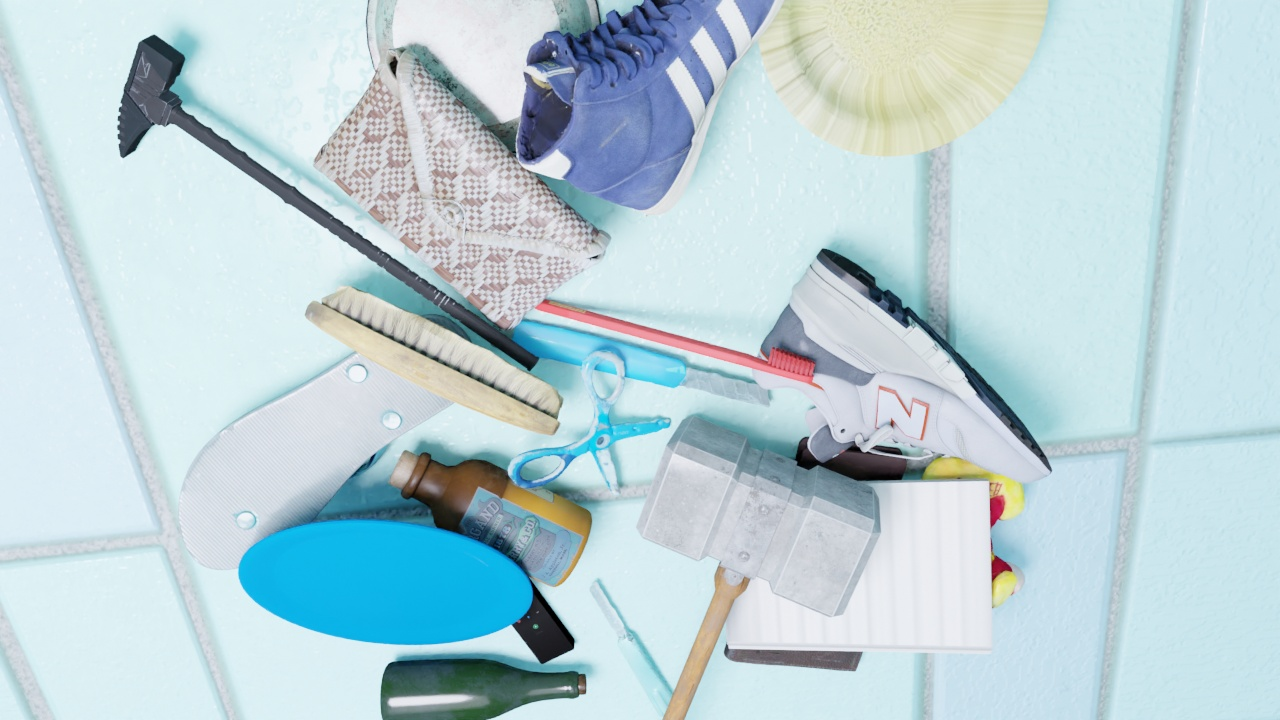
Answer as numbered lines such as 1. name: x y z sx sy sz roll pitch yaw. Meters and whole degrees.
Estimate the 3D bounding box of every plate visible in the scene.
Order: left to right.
1. plate: -0.197 0.173 0.727 0.224 0.024 0.225 0 142 0
2. plate: 0.166 -0.230 0.599 0.184 0.036 0.184 0 113 -1

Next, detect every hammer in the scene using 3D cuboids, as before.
1. hammer: -0.210 -0.085 0.640 0.325 0.015 0.095 36 128 -12
2. hammer: 0.053 0.221 0.728 0.163 0.082 0.318 22 108 8

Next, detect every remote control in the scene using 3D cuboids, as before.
1. remote control: -0.108 0.199 0.784 0.034 0.013 0.150 -28 110 10

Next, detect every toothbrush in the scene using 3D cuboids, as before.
1. toothbrush: 0.022 -0.020 0.664 0.212 0.012 0.018 15 112 11

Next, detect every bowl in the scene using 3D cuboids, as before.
1. bowl: -0.104 -0.211 0.600 0.157 0.038 0.158 0 113 -1

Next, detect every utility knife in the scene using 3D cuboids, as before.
1. utility knife: -0.006 0.259 0.810 0.022 0.015 0.166 -24 113 8
2. utility knife: -0.004 0.004 0.705 0.221 0.015 0.031 15 115 -4

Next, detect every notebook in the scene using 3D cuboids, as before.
1. notebook: 0.169 0.166 0.736 0.210 0.009 0.142 -3 100 13

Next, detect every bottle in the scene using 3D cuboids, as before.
1. bottle: -0.121 0.117 0.721 0.157 0.067 0.068 28 109 -12
2. bottle: -0.134 0.286 0.799 0.174 0.055 0.055 -3 113 -2

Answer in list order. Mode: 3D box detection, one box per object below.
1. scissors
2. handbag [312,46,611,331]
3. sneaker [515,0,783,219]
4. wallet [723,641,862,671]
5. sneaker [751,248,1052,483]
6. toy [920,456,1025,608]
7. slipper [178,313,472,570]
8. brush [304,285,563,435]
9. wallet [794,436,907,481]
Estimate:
1. scissors: -0.042 0.058 0.707 0.139 0.011 0.134 -22 125 -12
2. handbag: -0.123 -0.106 0.616 0.186 0.046 0.124 42 137 -17
3. sneaker: 0.001 -0.205 0.556 0.118 0.091 0.234 5 126 -36
4. wallet: 0.141 0.224 0.793 0.120 0.031 0.099 9 115 -6
5. sneaker: 0.183 0.034 0.690 0.240 0.088 0.124 43 110 -8
6. toy: 0.263 0.141 0.744 0.105 0.067 0.137 -15 105 5
7. slipper: -0.245 0.053 0.709 0.269 0.054 0.098 -39 106 2
8. brush: -0.144 0.000 0.655 0.195 0.059 0.043 26 80 -4
9. wallet: 0.161 0.121 0.757 0.091 0.018 0.116 7 114 -5
